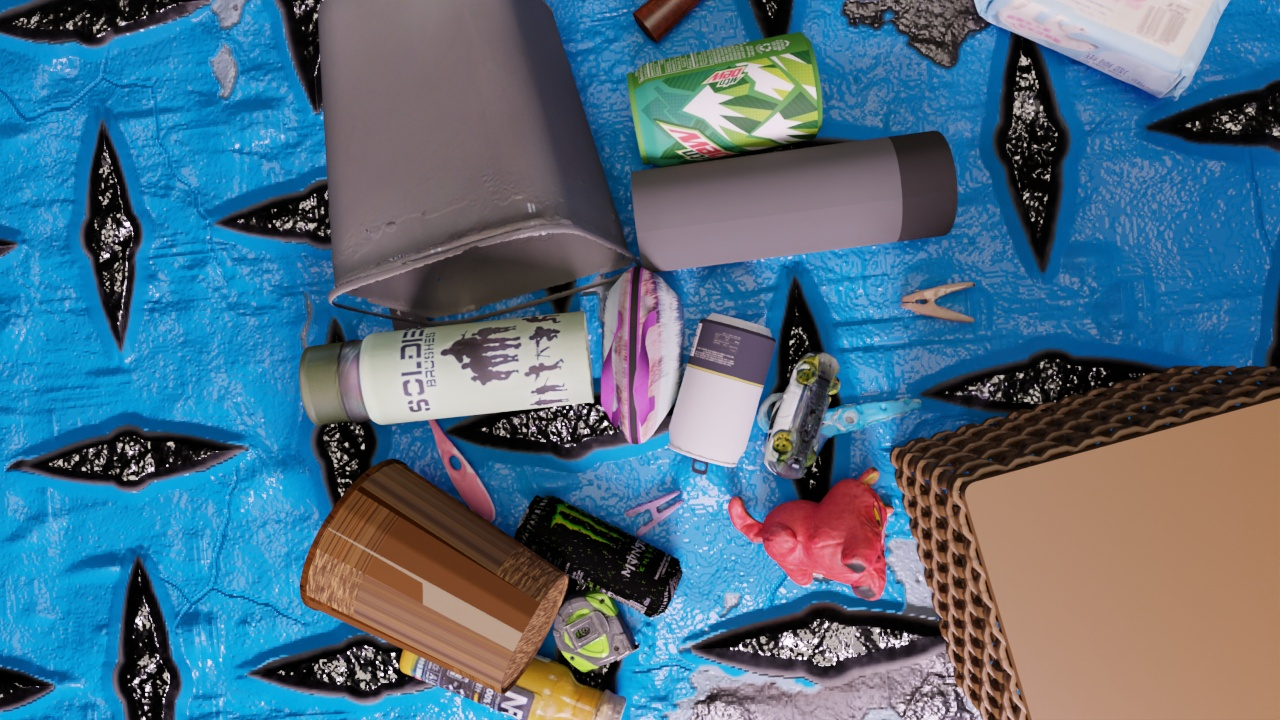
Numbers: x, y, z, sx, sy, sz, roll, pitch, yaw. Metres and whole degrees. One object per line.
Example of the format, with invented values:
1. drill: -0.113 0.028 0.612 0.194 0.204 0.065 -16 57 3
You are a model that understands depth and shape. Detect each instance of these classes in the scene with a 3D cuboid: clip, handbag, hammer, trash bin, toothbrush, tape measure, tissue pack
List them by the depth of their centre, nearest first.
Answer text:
1. handbag: -0.004 0.004 0.691 0.068 0.169 0.144 1 102 4
2. trash bin: -0.131 -0.161 0.696 0.198 0.197 0.220 -14 82 16
3. tissue pack: 0.361 -0.292 0.713 0.182 0.070 0.112 27 92 7
4. clip: 0.245 -0.042 0.747 0.060 0.024 0.039 -14 86 15
5. hammer: 0.117 -0.372 0.755 0.301 0.028 0.111 -40 86 4
6. tape measure: -0.042 0.226 0.766 0.059 0.036 0.065 -31 88 5
7. clip: 0.013 0.132 0.774 0.052 0.014 0.041 -8 89 7
8. toothbrush: -0.163 0.081 0.787 0.021 0.016 0.135 -32 87 4

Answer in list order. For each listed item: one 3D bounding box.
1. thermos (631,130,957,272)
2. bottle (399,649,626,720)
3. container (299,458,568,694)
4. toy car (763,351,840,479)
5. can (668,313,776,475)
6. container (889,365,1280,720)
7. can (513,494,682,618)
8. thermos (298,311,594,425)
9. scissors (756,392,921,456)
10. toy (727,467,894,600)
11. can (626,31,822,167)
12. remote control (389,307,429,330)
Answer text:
1. thermos: 0.117 -0.125 0.728 0.240 0.082 0.082 -7 89 5
2. bottle: -0.105 0.267 0.763 0.186 0.053 0.053 20 92 5
3. container: -0.154 0.173 0.717 0.167 0.132 0.132 26 92 12
4. toy car: 0.128 0.043 0.738 0.033 0.048 0.105 18 88 42
5. can: 0.063 0.030 0.742 0.064 0.064 0.127 16 92 5
6. container: 0.346 0.141 0.642 0.252 0.214 0.219 -16 89 5
7. can: -0.034 0.160 0.756 0.138 0.054 0.054 26 92 5
8. thermos: -0.156 0.006 0.747 0.231 0.082 0.082 -6 89 0
9. scissors: 0.166 0.049 0.761 0.135 0.015 0.066 -13 86 3
10. toy: 0.140 0.131 0.747 0.133 0.088 0.093 11 58 23
11. can: 0.066 -0.206 0.731 0.144 0.083 0.083 -10 89 5
12. remote control: -0.202 -0.055 0.790 0.032 0.015 0.136 -13 92 5
